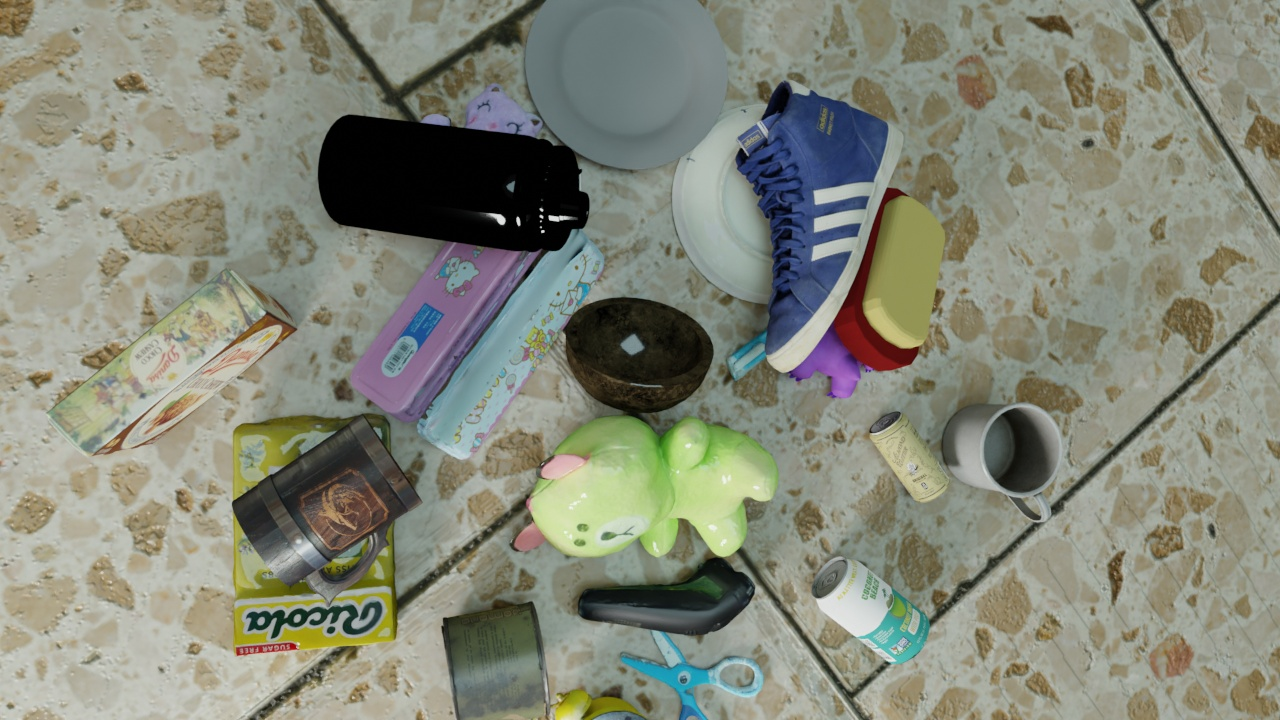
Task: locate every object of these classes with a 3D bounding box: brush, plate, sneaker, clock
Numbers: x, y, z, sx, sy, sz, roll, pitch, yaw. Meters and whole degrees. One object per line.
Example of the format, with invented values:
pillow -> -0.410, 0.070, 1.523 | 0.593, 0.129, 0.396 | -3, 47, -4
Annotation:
brush -> 0.224, -0.075, 0.804 | 0.082, 0.042, 0.173 | 33, 59, -24
plate -> 0.120, -0.143, 0.819 | 0.182, 0.034, 0.182 | 0, 89, -13
sneaker -> 0.119, -0.121, 0.752 | 0.118, 0.091, 0.233 | 28, 82, -16
plate -> -0.011, -0.253, 0.799 | 0.178, 0.012, 0.178 | 1, 87, -11
clock -> -0.037, 0.321, 0.761 | 0.118, 0.057, 0.083 | 20, 85, -12

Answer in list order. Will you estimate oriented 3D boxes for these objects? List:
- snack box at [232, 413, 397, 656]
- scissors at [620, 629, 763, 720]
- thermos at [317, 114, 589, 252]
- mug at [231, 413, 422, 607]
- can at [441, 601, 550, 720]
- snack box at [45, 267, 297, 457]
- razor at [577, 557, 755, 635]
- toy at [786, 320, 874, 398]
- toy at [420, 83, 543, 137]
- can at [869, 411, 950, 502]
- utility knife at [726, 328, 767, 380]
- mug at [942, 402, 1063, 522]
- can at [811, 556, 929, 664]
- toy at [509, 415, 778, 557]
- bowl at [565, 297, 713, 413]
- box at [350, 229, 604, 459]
snack box -> -0.255, 0.133, 0.720 | 0.121, 0.045, 0.181 | -1, 89, -14
scissors -> 0.036, 0.291, 0.802 | 0.140, 0.013, 0.118 | 22, 82, -14
thermos -> -0.131, -0.131, 0.693 | 0.199, 0.086, 0.086 | 10, 86, 13
mug -> -0.220, 0.115, 0.676 | 0.107, 0.080, 0.116 | -34, 122, -15
can -> -0.116, 0.243, 0.728 | 0.074, 0.090, 0.090 | -8, 90, -13
snack box -> -0.325, 0.003, 0.656 | 0.147, 0.143, 0.041 | -42, 97, -11
razor -> 0.022, 0.202, 0.788 | 0.151, 0.054, 0.067 | 2, 60, -5
toy -> 0.180, -0.018, 0.819 | 0.106, 0.056, 0.088 | 23, 73, -32
toy -> -0.138, -0.185, 0.760 | 0.080, 0.036, 0.099 | 41, 81, 1
can -> 0.246, 0.088, 0.842 | 0.038, 0.038, 0.079 | -38, 97, -11
utility knife -> 0.146, -0.038, 0.832 | 0.166, 0.015, 0.022 | -36, 97, -10
mug -> 0.337, 0.094, 0.846 | 0.084, 0.070, 0.113 | -21, 94, -13
can -> 0.206, 0.223, 0.821 | 0.101, 0.055, 0.055 | 39, 81, -10
toy -> 0.001, 0.100, 0.751 | 0.196, 0.150, 0.107 | 9, 44, -10
bowl -> -0.005, 0.004, 0.760 | 0.121, 0.121, 0.056 | 1, 128, -13
box -> -0.130, -0.033, 0.763 | 0.090, 0.091, 0.214 | 29, 80, 32
